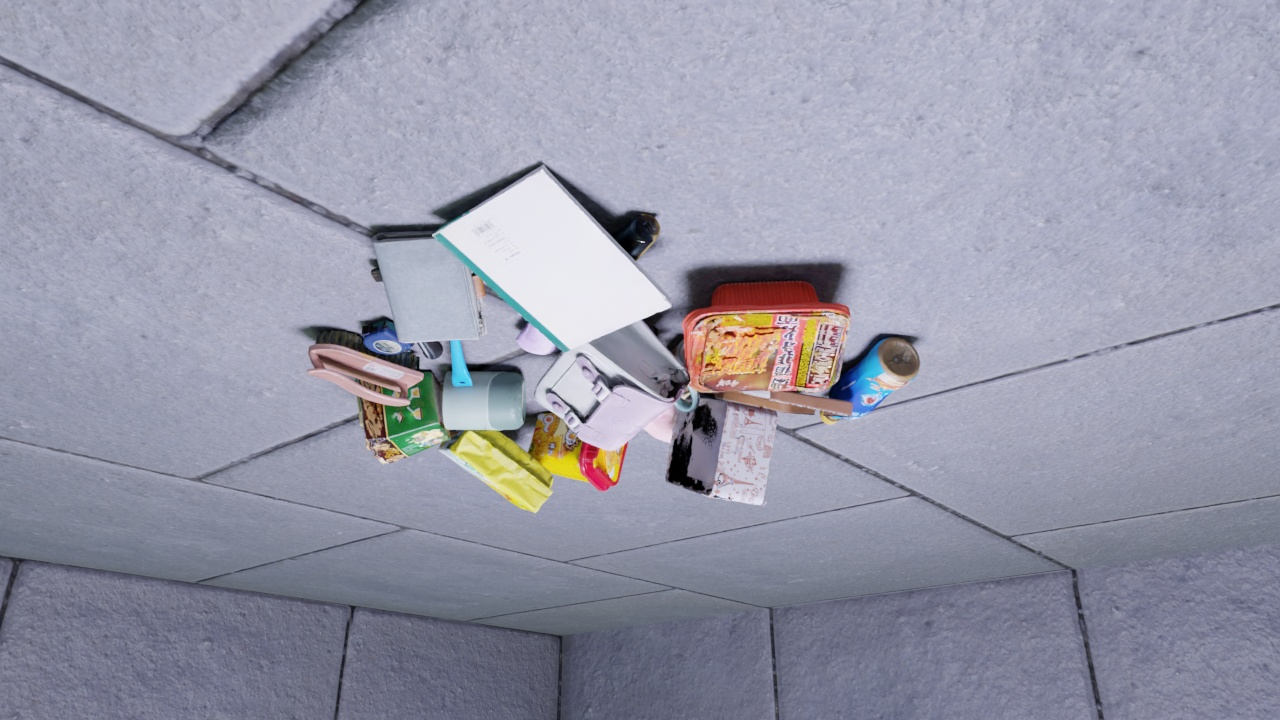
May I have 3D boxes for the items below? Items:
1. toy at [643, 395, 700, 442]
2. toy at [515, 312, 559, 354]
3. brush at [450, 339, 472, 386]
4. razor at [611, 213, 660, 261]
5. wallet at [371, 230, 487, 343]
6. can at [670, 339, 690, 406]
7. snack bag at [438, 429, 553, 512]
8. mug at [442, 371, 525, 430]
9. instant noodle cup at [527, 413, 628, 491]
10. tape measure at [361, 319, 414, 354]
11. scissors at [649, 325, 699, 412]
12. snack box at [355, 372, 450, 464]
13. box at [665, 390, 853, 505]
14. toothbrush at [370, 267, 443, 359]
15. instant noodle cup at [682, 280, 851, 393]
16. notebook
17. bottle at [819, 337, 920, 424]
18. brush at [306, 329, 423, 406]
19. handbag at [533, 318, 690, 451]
[{"bbox_3d":[0.043,0.085,1.376,0.159,0.054,0.122,13,145,-28],"label":"toy"},{"bbox_3d":[-0.118,-0.035,1.125,0.083,0.038,0.108,7,157,-16],"label":"toy"},{"bbox_3d":[-0.229,-0.027,1.123,0.083,0.045,0.255,-2,150,-6],"label":"brush"},{"bbox_3d":[-0.035,-0.101,0.976,0.067,0.062,0.168,-20,168,-43],"label":"razor"},{"bbox_3d":[-0.220,-0.080,0.983,0.106,0.036,0.130,-3,127,2],"label":"wallet"},{"bbox_3d":[0.054,0.016,1.219,0.058,0.058,0.117,8,154,-19],"label":"can"},{"bbox_3d":[-0.222,0.158,1.412,0.158,0.068,0.247,39,164,-12],"label":"snack bag"},{"bbox_3d":[-0.215,0.054,1.288,0.106,0.082,0.111,0,-174,-2],"label":"mug"},{"bbox_3d":[-0.098,0.132,1.421,0.124,0.116,0.116,2,153,24],"label":"instant noodle cup"},{"bbox_3d":[-0.320,-0.029,1.153,0.055,0.025,0.058,-10,150,25],"label":"tape measure"},{"bbox_3d":[-0.007,0.007,1.188,0.182,0.019,0.170,-4,132,46],"label":"scissors"},{"bbox_3d":[-0.330,0.072,1.297,0.105,0.117,0.118,-12,159,-4],"label":"snack box"},{"bbox_3d":[0.156,0.118,1.267,0.197,0.157,0.181,10,176,-22],"label":"box"},{"bbox_3d":[-0.277,-0.056,1.094,0.027,0.026,0.213,-13,155,-1],"label":"toothbrush"},{"bbox_3d":[0.142,-0.029,1.074,0.189,0.079,0.165,-2,145,1],"label":"instant noodle cup"},{"bbox_3d":[-0.088,-0.093,0.939,0.151,0.012,0.209,-23,132,29],"label":"notebook"},{"bbox_3d":[0.304,0.038,1.265,0.065,0.065,0.219,6,156,-13],"label":"bottle"},{"bbox_3d":[-0.358,0.010,1.184,0.145,0.073,0.063,22,148,-37],"label":"brush"},{"bbox_3d":[-0.038,0.029,1.141,0.145,0.098,0.197,38,149,-4],"label":"handbag"}]
